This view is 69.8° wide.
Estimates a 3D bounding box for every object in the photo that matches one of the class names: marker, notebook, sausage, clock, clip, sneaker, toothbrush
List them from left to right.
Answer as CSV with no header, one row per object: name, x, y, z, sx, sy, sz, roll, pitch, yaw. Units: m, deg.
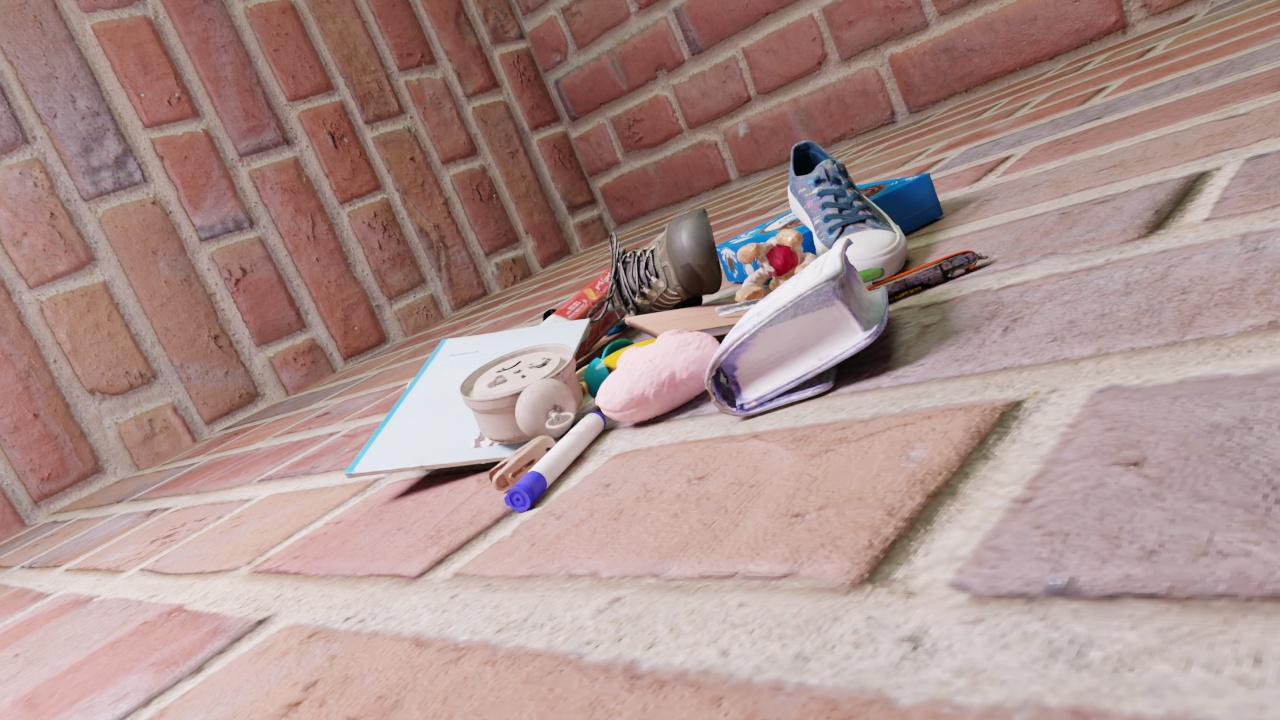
notebook,-0.160,0.030,0.907,0.181,0.009,0.252,-8,28,15
clip,-0.093,0.082,0.716,0.059,0.026,0.052,-20,13,24
clock,-0.091,0.037,0.784,0.103,0.061,0.157,-25,22,-18
marker,-0.062,0.074,0.698,0.020,0.020,0.141,-18,12,26
clock,-0.005,0.005,0.860,0.130,0.044,0.099,-12,14,19
toothbrush,0.004,-0.059,1.214,0.135,0.017,0.022,-19,16,22
sneaker,0.004,-0.100,1.016,0.143,0.101,0.238,-9,-11,-9
notebook,0.071,-0.042,0.908,0.141,0.008,0.209,-10,8,-9
sneaker,0.205,-0.159,0.936,0.087,0.079,0.235,-16,33,2
sausage,0.213,-0.061,0.767,0.155,0.020,0.020,-21,11,12

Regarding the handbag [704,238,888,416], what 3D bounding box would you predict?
handbag,0.116,-0.022,0.676,0.127,0.069,0.158,-35,5,22

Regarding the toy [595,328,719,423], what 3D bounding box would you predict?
toy,0.014,0.006,0.747,0.108,0.053,0.105,-27,21,7

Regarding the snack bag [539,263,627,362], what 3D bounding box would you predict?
snack bag,-0.064,-0.054,1.135,0.041,0.078,0.224,22,34,14

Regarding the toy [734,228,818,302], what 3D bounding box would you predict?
toy,0.139,-0.085,0.914,0.085,0.074,0.106,-25,-13,17

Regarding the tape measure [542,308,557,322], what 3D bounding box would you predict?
tape measure,-0.098,-0.030,1.172,0.061,0.061,0.034,23,-40,-39

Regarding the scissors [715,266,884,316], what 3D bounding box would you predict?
scissors,0.142,-0.057,0.810,0.172,0.023,0.171,-10,4,43

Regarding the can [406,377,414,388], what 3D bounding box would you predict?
can,-0.232,0.026,1.206,0.092,0.056,0.116,-15,14,34

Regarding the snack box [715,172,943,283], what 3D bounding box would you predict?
snack box,0.220,-0.157,1.124,0.195,0.056,0.239,-26,12,-11
